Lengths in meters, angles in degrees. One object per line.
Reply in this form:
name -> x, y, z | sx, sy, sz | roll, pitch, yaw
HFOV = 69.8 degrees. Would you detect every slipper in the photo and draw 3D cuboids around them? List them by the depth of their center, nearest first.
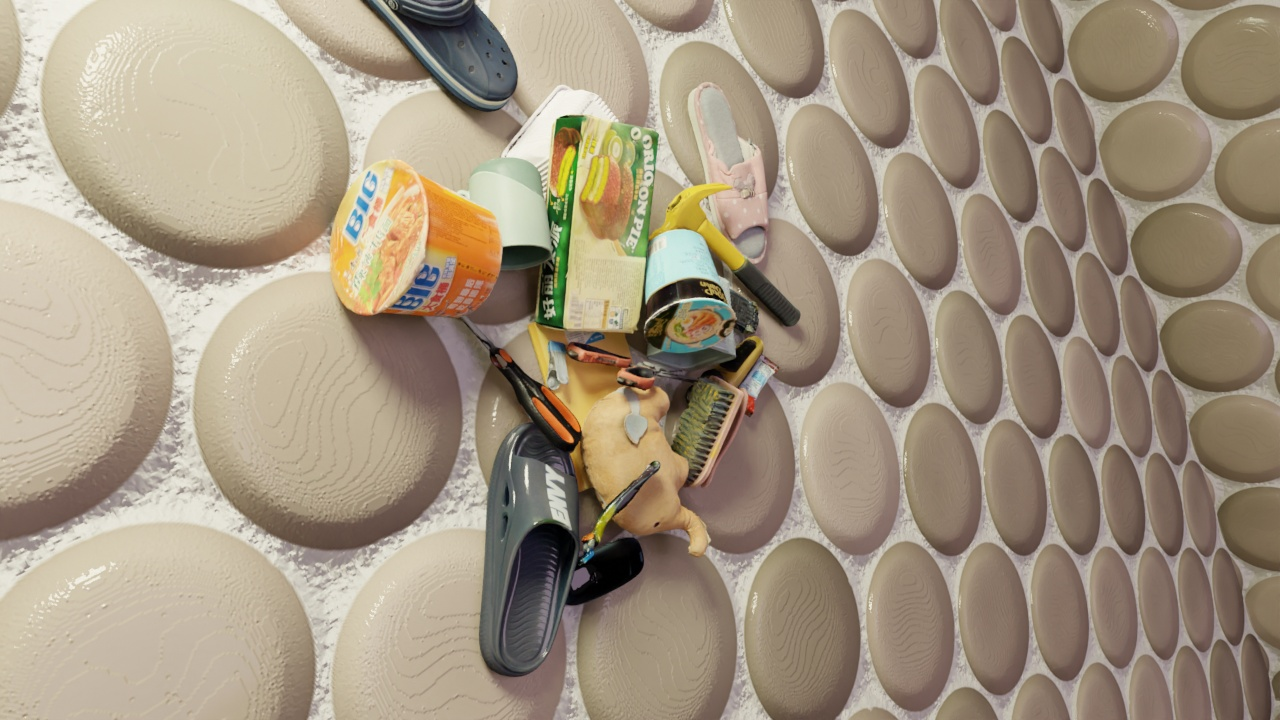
slipper -> -0.102, 0.198, 0.974 | 0.110, 0.083, 0.267 | 21, 67, -41
slipper -> -0.220, -0.391, 1.000 | 0.253, 0.095, 0.104 | 43, 56, -24
slipper -> 0.138, -0.275, 1.340 | 0.114, 0.055, 0.274 | -18, 93, -45

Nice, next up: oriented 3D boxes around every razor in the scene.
razor -> -0.026, 0.163, 1.007 | 0.022, 0.043, 0.142 | 40, 73, 0
razor -> 0.123, 0.015, 1.256 | 0.167, 0.062, 0.068 | -44, 143, -45

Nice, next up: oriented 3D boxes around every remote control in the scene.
remote control -> -0.040, 0.243, 1.063 | 0.136, 0.024, 0.053 | -15, 91, -45

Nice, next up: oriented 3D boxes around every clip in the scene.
clip -> -0.097, 0.006, 1.061 | 0.024, 0.028, 0.056 | 14, 63, -41

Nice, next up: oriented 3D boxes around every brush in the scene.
brush -> 0.086, 0.096, 1.166 | 0.073, 0.063, 0.146 | 14, 101, -38

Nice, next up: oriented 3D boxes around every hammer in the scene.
hammer -> 0.139, -0.138, 1.303 | 0.300, 0.033, 0.128 | 39, 87, -38

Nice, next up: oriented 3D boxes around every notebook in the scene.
notebook -> -0.052, 0.039, 1.111 | 0.145, 0.010, 0.206 | -20, 94, -44

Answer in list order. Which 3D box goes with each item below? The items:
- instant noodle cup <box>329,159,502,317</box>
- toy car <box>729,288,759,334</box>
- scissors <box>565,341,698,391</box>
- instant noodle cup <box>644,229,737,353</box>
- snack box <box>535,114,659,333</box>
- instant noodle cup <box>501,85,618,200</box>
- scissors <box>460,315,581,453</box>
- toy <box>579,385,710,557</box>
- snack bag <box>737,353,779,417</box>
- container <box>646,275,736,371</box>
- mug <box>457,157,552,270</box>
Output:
instant noodle cup -> -0.215, -0.109, 0.902 | 0.111, 0.152, 0.151 | 11, 72, -51
toy car -> 0.129, -0.072, 1.298 | 0.105, 0.031, 0.048 | 27, 62, -39
scissors -> 0.002, 0.012, 1.106 | 0.197, 0.214, 0.015 | 21, 100, -10
instant noodle cup -> 0.051, -0.088, 1.100 | 0.111, 0.111, 0.120 | 21, 47, -39
snack box -> -0.050, -0.153, 1.058 | 0.114, 0.063, 0.240 | -2, 100, -43
instant noodle cup -> -0.077, -0.253, 1.126 | 0.138, 0.060, 0.173 | 48, 50, -25
scissors -> -0.144, 0.007, 1.013 | 0.235, 0.022, 0.125 | 54, 14, 11
toy -> 0.006, 0.141, 1.079 | 0.143, 0.083, 0.226 | -26, 102, -31
snack bag -> 0.161, 0.032, 1.306 | 0.048, 0.026, 0.103 | 37, 52, -4
container -> 0.066, -0.055, 1.195 | 0.089, 0.090, 0.111 | 17, 65, -41
mug -> -0.159, -0.161, 1.014 | 0.111, 0.082, 0.106 | -7, 79, -10
